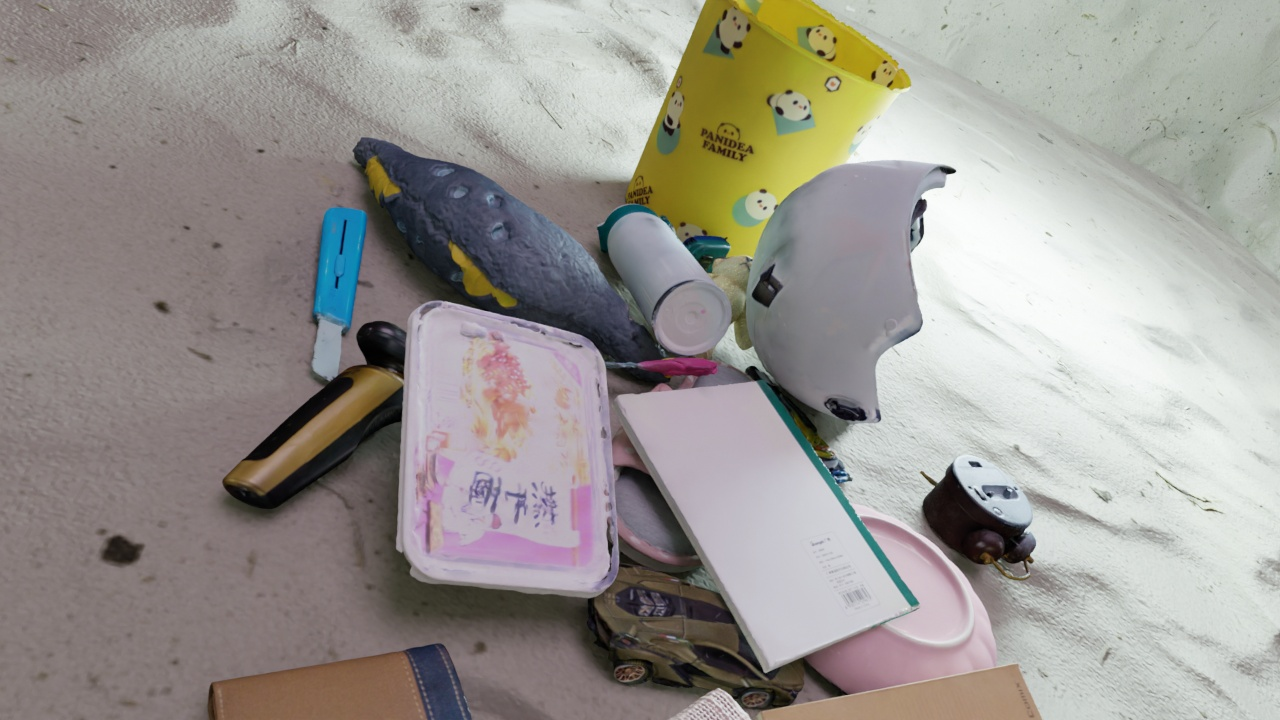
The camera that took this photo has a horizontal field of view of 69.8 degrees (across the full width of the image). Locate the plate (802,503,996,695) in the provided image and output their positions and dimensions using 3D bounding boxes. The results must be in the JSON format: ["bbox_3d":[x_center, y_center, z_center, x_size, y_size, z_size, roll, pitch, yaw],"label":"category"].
[{"bbox_3d":[0.180,0.170,0.672,0.192,0.039,0.192,18,32,-12],"label":"plate"}]

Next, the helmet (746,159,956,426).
[{"bbox_3d":[0.171,-0.064,0.828,0.146,0.259,0.228,17,64,9],"label":"helmet"}]

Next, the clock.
[{"bbox_3d":[0.302,0.140,0.808,0.082,0.055,0.121,6,41,-34],"label":"clock"}]

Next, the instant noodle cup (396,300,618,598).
[{"bbox_3d":[-0.087,0.060,0.560,0.138,0.061,0.173,14,58,-32],"label":"instant noodle cup"}]

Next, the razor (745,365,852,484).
[{"bbox_3d":[0.139,0.053,0.824,0.042,0.022,0.142,-1,44,-42],"label":"razor"}]

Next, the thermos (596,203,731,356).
[{"bbox_3d":[0.017,-0.084,0.830,0.073,0.073,0.224,15,22,-23],"label":"thermos"}]

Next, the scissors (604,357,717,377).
[{"bbox_3d":[-0.005,0.004,0.729,0.135,0.017,0.064,3,0,2],"label":"scissors"}]

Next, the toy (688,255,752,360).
[{"bbox_3d":[0.070,-0.051,0.868,0.105,0.066,0.156,35,43,6],"label":"toy"}]

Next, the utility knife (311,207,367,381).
[{"bbox_3d":[-0.225,-0.054,0.681,0.034,0.018,0.202,15,38,-24],"label":"utility knife"}]

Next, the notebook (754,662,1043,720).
[{"bbox_3d":[0.181,0.266,0.541,0.211,0.012,0.149,1,52,-27],"label":"notebook"}]

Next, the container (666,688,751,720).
[{"bbox_3d":[0.017,0.227,0.438,0.090,0.090,0.110,45,32,21],"label":"container"}]

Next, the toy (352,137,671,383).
[{"bbox_3d":[-0.118,-0.092,0.763,0.356,0.091,0.137,36,6,6],"label":"toy"}]

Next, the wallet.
[{"bbox_3d":[-0.136,0.180,0.429,0.115,0.033,0.090,2,40,-35],"label":"wallet"}]

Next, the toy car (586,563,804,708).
[{"bbox_3d":[0.038,0.170,0.573,0.158,0.042,0.070,20,35,-21],"label":"toy car"}]

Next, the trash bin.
[{"bbox_3d":[0.120,-0.244,0.987,0.229,0.256,0.229,21,34,-15],"label":"trash bin"}]

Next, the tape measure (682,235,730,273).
[{"bbox_3d":[0.060,-0.102,0.935,0.058,0.055,0.025,-4,44,-39],"label":"tape measure"}]

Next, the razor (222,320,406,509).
[{"bbox_3d":[-0.187,0.032,0.564,0.062,0.068,0.167,-4,27,29],"label":"razor"}]

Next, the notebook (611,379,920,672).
[{"bbox_3d":[0.087,0.099,0.637,0.150,0.012,0.209,-6,52,-37],"label":"notebook"}]

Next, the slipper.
[{"bbox_3d":[0.048,0.063,0.707,0.114,0.055,0.273,35,32,6],"label":"slipper"}]
